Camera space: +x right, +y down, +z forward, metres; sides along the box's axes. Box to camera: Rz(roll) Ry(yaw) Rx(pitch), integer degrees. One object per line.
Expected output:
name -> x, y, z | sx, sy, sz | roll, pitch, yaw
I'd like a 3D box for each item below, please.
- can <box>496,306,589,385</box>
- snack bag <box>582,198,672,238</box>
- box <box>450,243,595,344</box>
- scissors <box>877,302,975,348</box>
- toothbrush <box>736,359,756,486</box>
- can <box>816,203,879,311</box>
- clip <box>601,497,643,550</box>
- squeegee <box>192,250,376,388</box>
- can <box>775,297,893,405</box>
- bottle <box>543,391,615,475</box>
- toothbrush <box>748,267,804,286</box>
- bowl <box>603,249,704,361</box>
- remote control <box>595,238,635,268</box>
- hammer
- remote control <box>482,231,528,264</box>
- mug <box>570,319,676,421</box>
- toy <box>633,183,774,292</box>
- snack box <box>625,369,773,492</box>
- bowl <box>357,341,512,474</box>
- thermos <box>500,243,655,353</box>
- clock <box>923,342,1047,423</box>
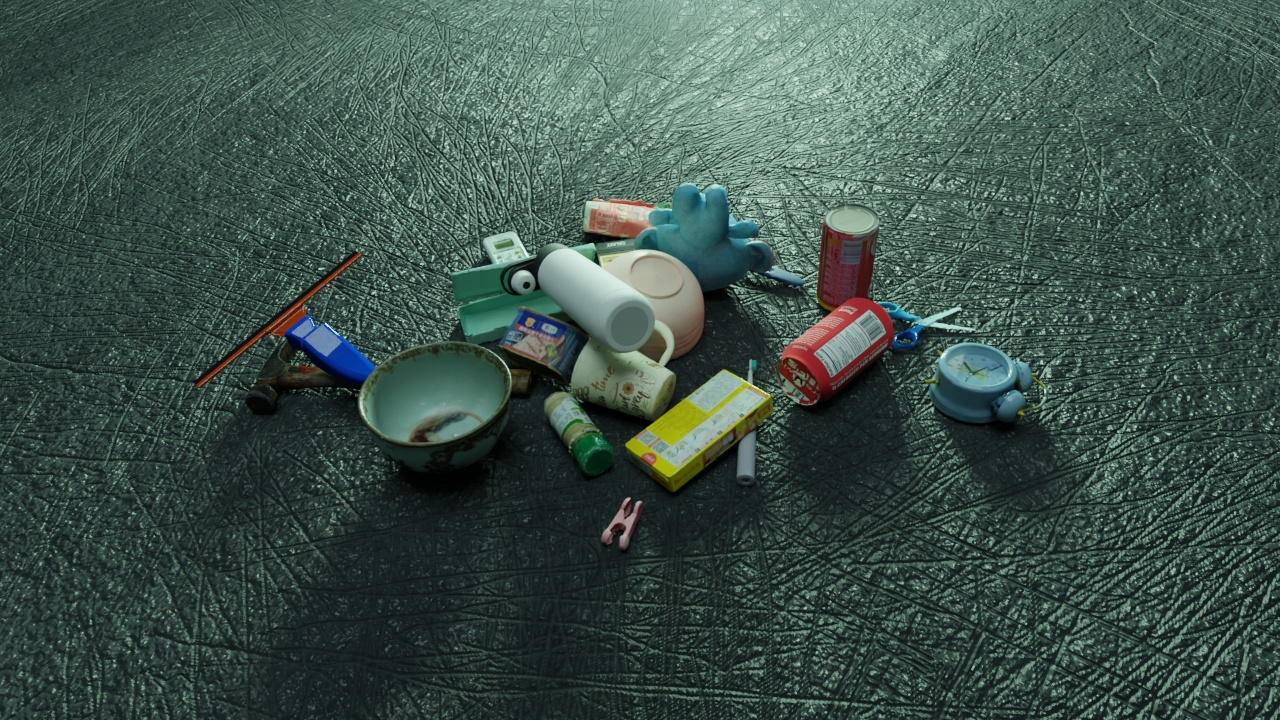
can -> -0.115, -0.017, 1.086 | 0.100, 0.054, 0.059 | 22, 71, 25
snack bag -> -0.003, -0.203, 1.314 | 0.155, 0.044, 0.087 | 3, 47, 1
box -> -0.142, -0.095, 1.160 | 0.188, 0.092, 0.077 | -14, 41, -11
scissors -> 0.343, -0.039, 1.117 | 0.130, 0.014, 0.116 | 10, 40, 10
toothbrush -> 0.120, 0.062, 1.014 | 0.019, 0.018, 0.187 | -2, 41, 11
can -> 0.255, -0.124, 1.132 | 0.067, 0.125, 0.066 | -3, 42, 2
clip -> -0.020, 0.162, 0.913 | 0.043, 0.023, 0.060 | 1, 47, 4
squeegee -> -0.364, -0.013, 1.068 | 0.185, 0.055, 0.248 | 26, 60, 33
can -> 0.223, -0.012, 1.046 | 0.142, 0.074, 0.074 | -35, 50, -30
bottle -> -0.069, 0.077, 0.997 | 0.042, 0.043, 0.110 | -22, 43, -19
toothbrush -> 0.156, -0.120, 1.219 | 0.132, 0.016, 0.021 | 18, 48, 24
bowl -> 0.012, -0.080, 1.111 | 0.153, 0.076, 0.152 | 6, 52, -8
remote control -> -0.025, -0.120, 1.236 | 0.058, 0.013, 0.133 | -9, 42, -5
hammer -> -0.290, 0.016, 1.094 | 0.330, 0.033, 0.119 | 1, 41, 5
remote control -> -0.176, -0.132, 1.256 | 0.050, 0.022, 0.133 | -18, 43, -14
mug -> -0.006, 0.006, 1.037 | 0.097, 0.081, 0.121 | 24, 69, 18
toy -> 0.080, -0.169, 1.158 | 0.183, 0.181, 0.114 | 10, 58, 13
snack box -> 0.064, 0.073, 0.984 | 0.152, 0.025, 0.075 | -36, 43, -23
bowl -> -0.212, 0.065, 0.982 | 0.160, 0.094, 0.159 | -2, 41, 2
thermos -> -0.076, -0.071, 1.041 | 0.101, 0.069, 0.230 | -24, 31, -17
clock -> 0.380, 0.027, 1.007 | 0.125, 0.052, 0.088 | 17, 44, 23
